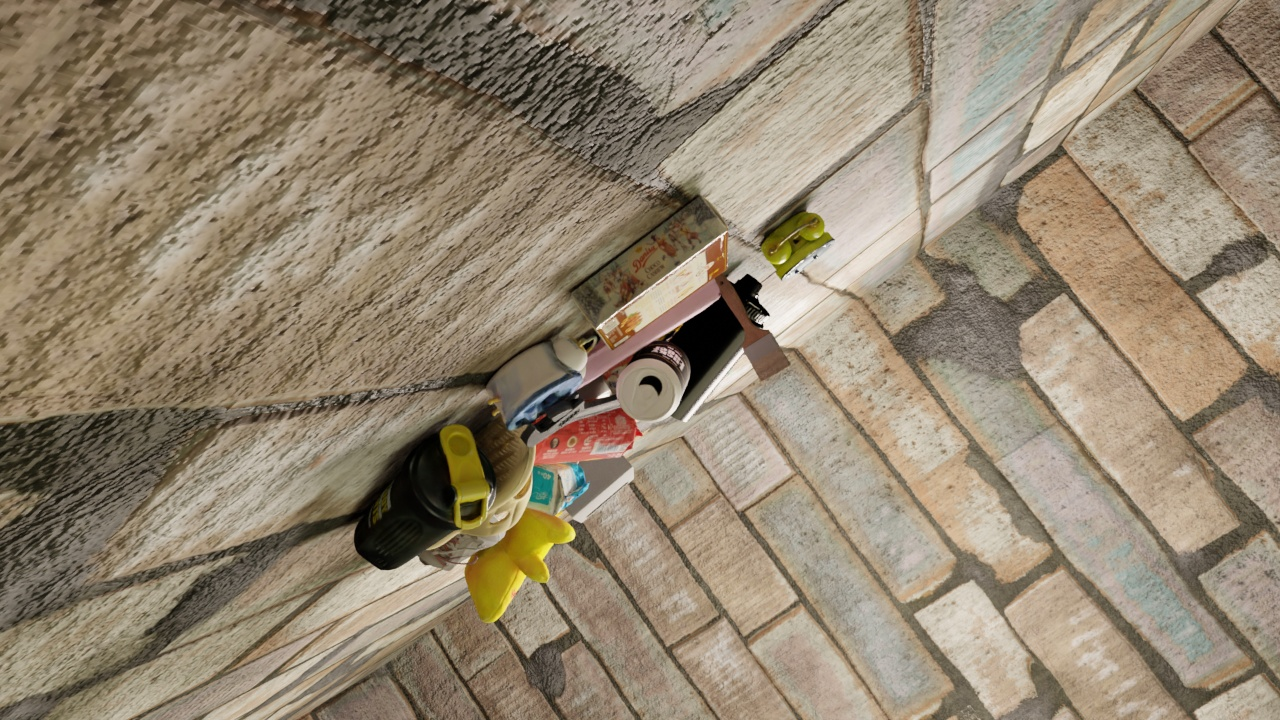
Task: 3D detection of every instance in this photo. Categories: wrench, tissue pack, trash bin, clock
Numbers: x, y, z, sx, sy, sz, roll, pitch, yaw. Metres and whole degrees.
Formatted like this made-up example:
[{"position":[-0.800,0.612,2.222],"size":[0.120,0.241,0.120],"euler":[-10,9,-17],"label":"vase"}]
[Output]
[{"position":[-0.054,0.053,0.996],"size":[0.073,0.018,0.272],"euler":[-43,169,17],"label":"wrench"},{"position":[-0.139,0.146,1.131],"size":[0.092,0.144,0.061],"euler":[3,101,-77],"label":"tissue pack"},{"position":[-0.091,0.173,1.450],"size":[0.114,0.114,0.229],"euler":[-40,171,-8],"label":"trash bin"},{"position":[0.193,-0.143,1.132],"size":[0.083,0.057,0.119],"euler":[-37,171,7],"label":"clock"},{"position":[-0.091,0.016,0.892],"size":[0.125,0.052,0.089],"euler":[-34,170,-13],"label":"clock"}]

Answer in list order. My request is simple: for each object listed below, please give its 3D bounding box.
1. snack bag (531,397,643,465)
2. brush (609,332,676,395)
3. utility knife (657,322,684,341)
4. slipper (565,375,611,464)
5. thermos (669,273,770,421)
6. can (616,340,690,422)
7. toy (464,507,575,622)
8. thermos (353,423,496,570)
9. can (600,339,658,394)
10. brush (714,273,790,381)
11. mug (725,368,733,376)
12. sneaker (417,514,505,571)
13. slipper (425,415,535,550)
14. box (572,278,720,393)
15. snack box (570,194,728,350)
[{"position":[-0.080,0.083,1.100],"size":[0.176,0.082,0.083],"euler":[-1,149,-40],"label":"snack bag"},{"position":[0.000,0.009,1.261],"size":[0.172,0.041,0.030],"euler":[-39,-172,3],"label":"brush"},{"position":[0.007,-0.015,1.225],"size":[0.159,0.017,0.030],"euler":[-34,160,4],"label":"utility knife"},{"position":[-0.113,0.119,1.234],"size":[0.267,0.080,0.112],"euler":[-43,172,35],"label":"slipper"},{"position":[0.090,-0.022,1.195],"size":[0.199,0.086,0.086],"euler":[-52,167,16],"label":"thermos"},{"position":[0.016,0.022,1.037],"size":[0.072,0.072,0.128],"euler":[-39,-176,14],"label":"can"},{"position":[-0.189,0.286,1.358],"size":[0.194,0.087,0.134],"euler":[-48,-149,11],"label":"toy"},{"position":[-0.227,0.153,0.956],"size":[0.097,0.098,0.222],"euler":[-27,171,-46],"label":"thermos"},{"position":[-0.007,0.007,1.148],"size":[0.086,0.043,0.086],"euler":[-31,-178,1],"label":"can"},{"position":[0.127,-0.047,1.097],"size":[0.045,0.143,0.008],"euler":[-33,174,36],"label":"brush"},{"position":[0.065,-0.001,1.336],"size":[0.104,0.084,0.111],"euler":[-26,-162,-5],"label":"mug"},{"position":[-0.263,0.248,1.277],"size":[0.089,0.099,0.237],"euler":[-45,179,-30],"label":"sneaker"},{"position":[-0.175,0.147,1.039],"size":[0.079,0.111,0.262],"euler":[24,138,-31],"label":"slipper"},{"position":[-0.012,-0.023,1.039],"size":[0.201,0.037,0.153],"euler":[-33,177,-19],"label":"box"},{"position":[0.013,-0.075,0.853],"size":[0.147,0.041,0.143],"euler":[-36,171,0],"label":"snack box"}]
